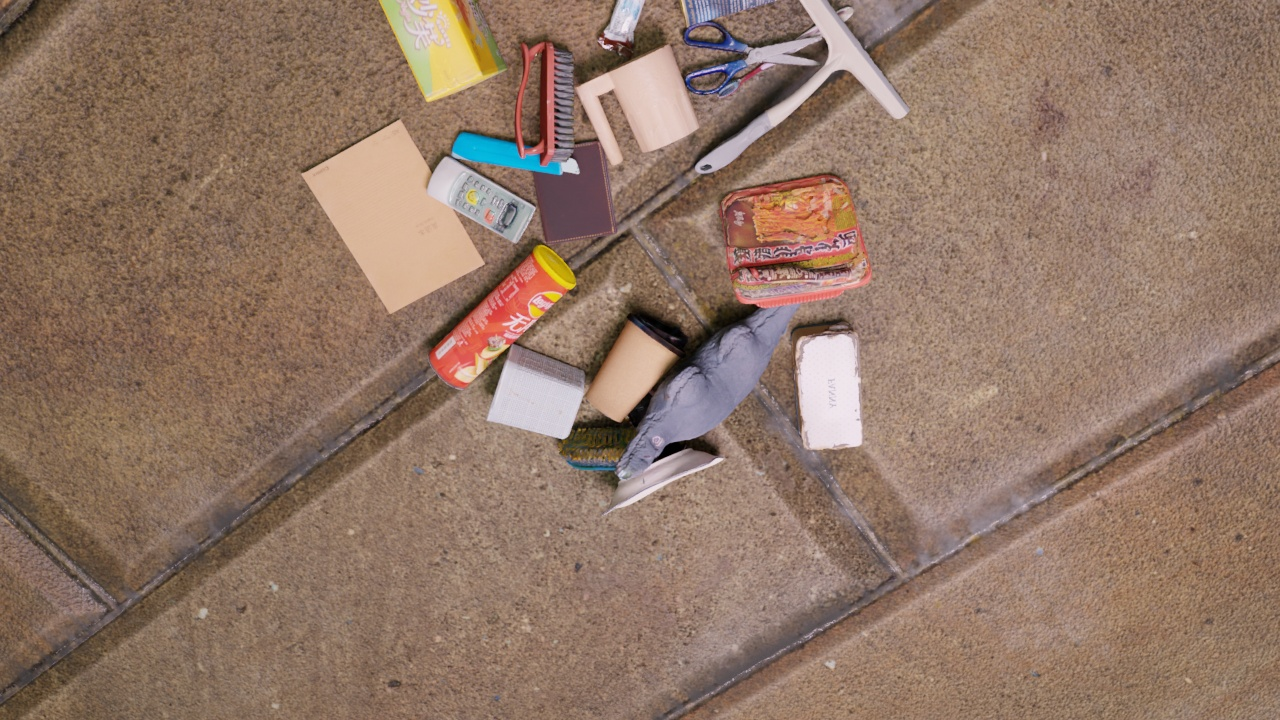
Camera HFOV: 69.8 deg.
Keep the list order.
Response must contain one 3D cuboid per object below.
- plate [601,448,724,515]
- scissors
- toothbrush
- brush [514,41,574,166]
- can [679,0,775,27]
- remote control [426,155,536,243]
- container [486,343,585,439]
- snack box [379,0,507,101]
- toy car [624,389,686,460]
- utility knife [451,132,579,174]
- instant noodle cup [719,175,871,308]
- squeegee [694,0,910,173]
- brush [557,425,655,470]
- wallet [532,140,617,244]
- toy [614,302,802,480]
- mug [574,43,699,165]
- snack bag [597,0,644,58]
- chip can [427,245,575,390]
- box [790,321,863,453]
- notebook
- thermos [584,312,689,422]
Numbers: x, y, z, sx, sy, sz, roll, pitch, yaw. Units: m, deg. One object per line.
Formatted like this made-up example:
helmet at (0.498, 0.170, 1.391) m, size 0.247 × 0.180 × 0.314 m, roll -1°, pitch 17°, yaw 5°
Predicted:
plate at (0.027, 0.156, 1.239) m, size 0.164 × 0.163 × 0.034 m, roll -27°, pitch 81°, yaw 13°
scissors at (0.129, -0.359, 1.106) m, size 0.169 × 0.012 × 0.147 m, roll 31°, pitch 98°, yaw 2°
toothbrush at (0.174, -0.372, 1.112) m, size 0.188 × 0.017 × 0.016 m, roll -30°, pitch 102°, yaw 12°
brush at (-0.116, -0.312, 1.103) m, size 0.069 × 0.063 × 0.145 m, roll 1°, pitch 87°, yaw -15°
can at (0.098, -0.439, 1.060) m, size 0.111 × 0.075 × 0.075 m, roll -14°, pitch 109°, yaw 6°
remote control at (-0.204, -0.206, 1.177) m, size 0.135 × 0.019 × 0.056 m, roll 29°, pitch 104°, yaw -11°
container at (-0.138, 0.045, 1.234) m, size 0.111 × 0.090 × 0.090 m, roll 19°, pitch 109°, yaw -8°
snack box at (-0.222, -0.381, 1.019) m, size 0.070 × 0.209 × 0.158 m, roll -21°, pitch 109°, yaw 7°
toy car at (0.018, 0.086, 1.272) m, size 0.056 × 0.037 × 0.122 m, roll -24°, pitch 120°, yaw 16°
utility knife at (-0.156, -0.256, 1.150) m, size 0.166 × 0.018 × 0.034 m, roll 13°, pitch 106°, yaw 8°
instant noodle cup at (0.187, -0.138, 1.135) m, size 0.164 × 0.188 × 0.079 m, roll -8°, pitch 145°, yaw 6°
squeegee at (0.163, -0.301, 1.108) m, size 0.247 × 0.039 × 0.246 m, roll -36°, pitch 123°, yaw 22°
brush at (-0.040, 0.126, 1.264) m, size 0.144 × 0.055 × 0.073 m, roll -4°, pitch 152°, yaw 27°
wallet at (-0.085, -0.214, 1.176) m, size 0.096 × 0.020 × 0.122 m, roll -9°, pitch 109°, yaw 1°
toy at (0.092, 0.027, 1.187) m, size 0.091 × 0.138 × 0.355 m, roll 44°, pitch 78°, yaw 9°
mug at (-0.001, -0.306, 1.102) m, size 0.124 × 0.084 × 0.103 m, roll -27°, pitch 109°, yaw -4°
snack bag at (-0.015, -0.419, 1.096) m, size 0.045 × 0.026 × 0.105 m, roll 17°, pitch 110°, yaw -14°
chip can at (-0.184, -0.055, 1.207) m, size 0.217 × 0.073 × 0.073 m, roll -42°, pitch 103°, yaw 14°
box at (0.253, 0.042, 1.238) m, size 0.090 × 0.059 × 0.184 m, roll -4°, pitch 111°, yaw 4°
notebook at (-0.320, -0.185, 1.198) m, size 0.149 × 0.012 × 0.211 m, roll -26°, pitch 107°, yaw 9°
thermos at (-0.007, 0.007, 1.204) m, size 0.093 × 0.093 × 0.143 m, roll 34°, pitch 96°, yaw -10°
